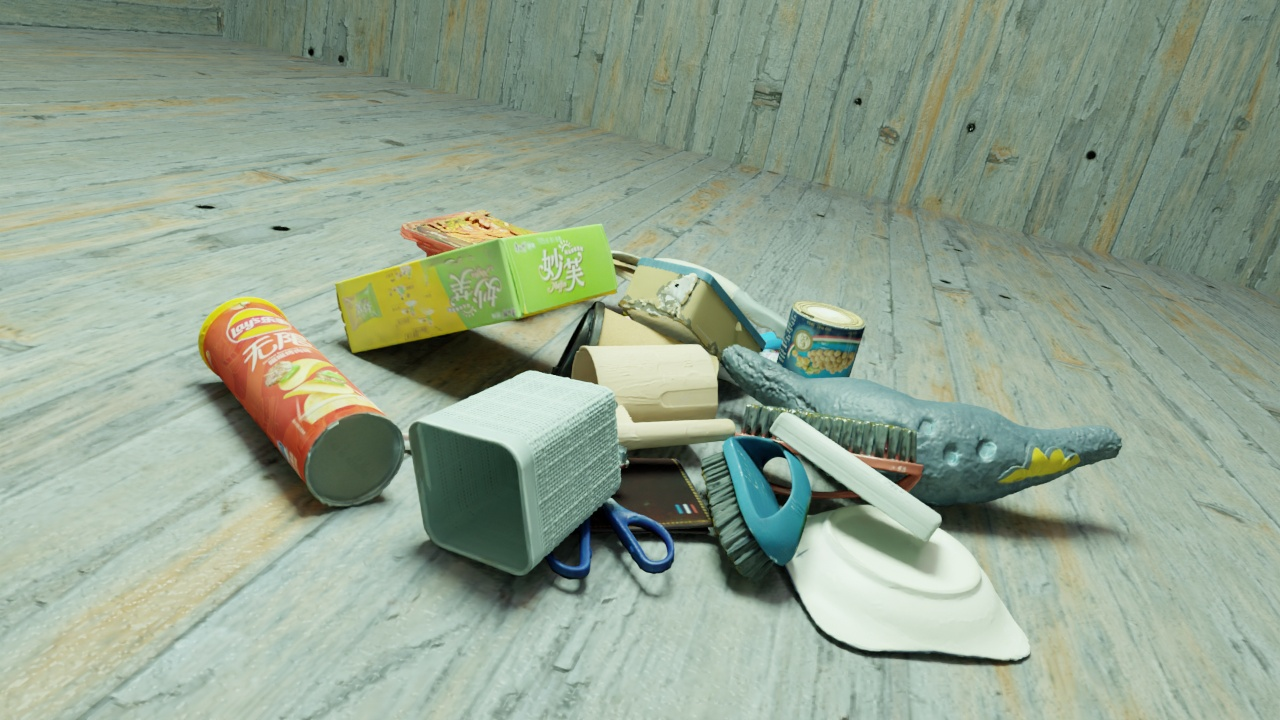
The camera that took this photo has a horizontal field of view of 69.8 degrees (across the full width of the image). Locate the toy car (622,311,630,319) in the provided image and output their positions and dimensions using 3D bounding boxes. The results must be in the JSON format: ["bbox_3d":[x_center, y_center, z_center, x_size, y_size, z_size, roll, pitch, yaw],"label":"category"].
[{"bbox_3d":[0.009,-0.032,0.993,0.037,0.056,0.122,16,20,19],"label":"toy car"}]

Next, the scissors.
[{"bbox_3d":[-0.040,0.099,0.638,0.169,0.012,0.146,26,31,36],"label":"scissors"}]

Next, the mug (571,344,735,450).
[{"bbox_3d":[0.009,0.035,0.752,0.103,0.084,0.124,-3,24,-20],"label":"mug"}]

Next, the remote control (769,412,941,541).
[{"bbox_3d":[0.154,0.082,0.663,0.135,0.019,0.056,35,8,18],"label":"remote control"}]

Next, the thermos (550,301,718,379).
[{"bbox_3d":[-0.005,0.005,0.851,0.143,0.093,0.093,18,19,-10],"label":"thermos"}]

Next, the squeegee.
[{"bbox_3d":[0.095,-0.071,1.031,0.246,0.039,0.246,29,7,11],"label":"squeegee"}]

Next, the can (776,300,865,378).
[{"bbox_3d":[0.174,0.002,0.916,0.075,0.111,0.075,11,20,-4],"label":"can"}]

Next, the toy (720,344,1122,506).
[{"bbox_3d":[0.230,0.061,0.802,0.357,0.092,0.137,15,40,15],"label":"toy"}]

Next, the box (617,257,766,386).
[{"bbox_3d":[0.057,-0.032,0.911,0.090,0.059,0.184,18,-12,32],"label":"box"}]

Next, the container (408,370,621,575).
[{"bbox_3d":[-0.075,0.064,0.594,0.090,0.090,0.111,11,26,31],"label":"container"}]

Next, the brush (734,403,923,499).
[{"bbox_3d":[0.150,0.078,0.732,0.146,0.069,0.063,8,-4,25],"label":"brush"}]

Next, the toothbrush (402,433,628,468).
[{"bbox_3d":[-0.100,0.064,0.678,0.188,0.017,0.016,4,24,12],"label":"toothbrush"}]

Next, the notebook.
[{"bbox_3d":[0.037,-0.075,1.051,0.211,0.012,0.149,27,8,-8],"label":"notebook"}]

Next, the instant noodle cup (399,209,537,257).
[{"bbox_3d":[-0.174,-0.118,1.081,0.189,0.079,0.164,21,21,20],"label":"instant noodle cup"}]

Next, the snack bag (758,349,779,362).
[{"bbox_3d":[0.161,0.002,1.035,0.105,0.026,0.045,-2,34,-33],"label":"snack bag"}]

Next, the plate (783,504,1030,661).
[{"bbox_3d":[0.180,0.145,0.651,0.163,0.034,0.164,8,21,-14],"label":"plate"}]

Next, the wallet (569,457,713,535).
[{"bbox_3d":[-0.018,0.100,0.681,0.122,0.020,0.096,3,22,-19],"label":"wallet"}]

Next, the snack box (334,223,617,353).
[{"bbox_3d":[-0.150,-0.067,0.849,0.210,0.070,0.157,-10,7,32],"label":"snack box"}]

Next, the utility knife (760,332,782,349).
[{"bbox_3d":[0.118,-0.012,1.060,0.034,0.018,0.165,11,17,37],"label":"utility knife"}]

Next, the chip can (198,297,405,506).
[{"bbox_3d":[-0.251,0.024,0.667,0.073,0.073,0.217,-7,28,-42],"label":"chip can"}]

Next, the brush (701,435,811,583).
[{"bbox_3d":[0.086,0.096,0.659,0.055,0.074,0.143,48,13,-18],"label":"brush"}]
